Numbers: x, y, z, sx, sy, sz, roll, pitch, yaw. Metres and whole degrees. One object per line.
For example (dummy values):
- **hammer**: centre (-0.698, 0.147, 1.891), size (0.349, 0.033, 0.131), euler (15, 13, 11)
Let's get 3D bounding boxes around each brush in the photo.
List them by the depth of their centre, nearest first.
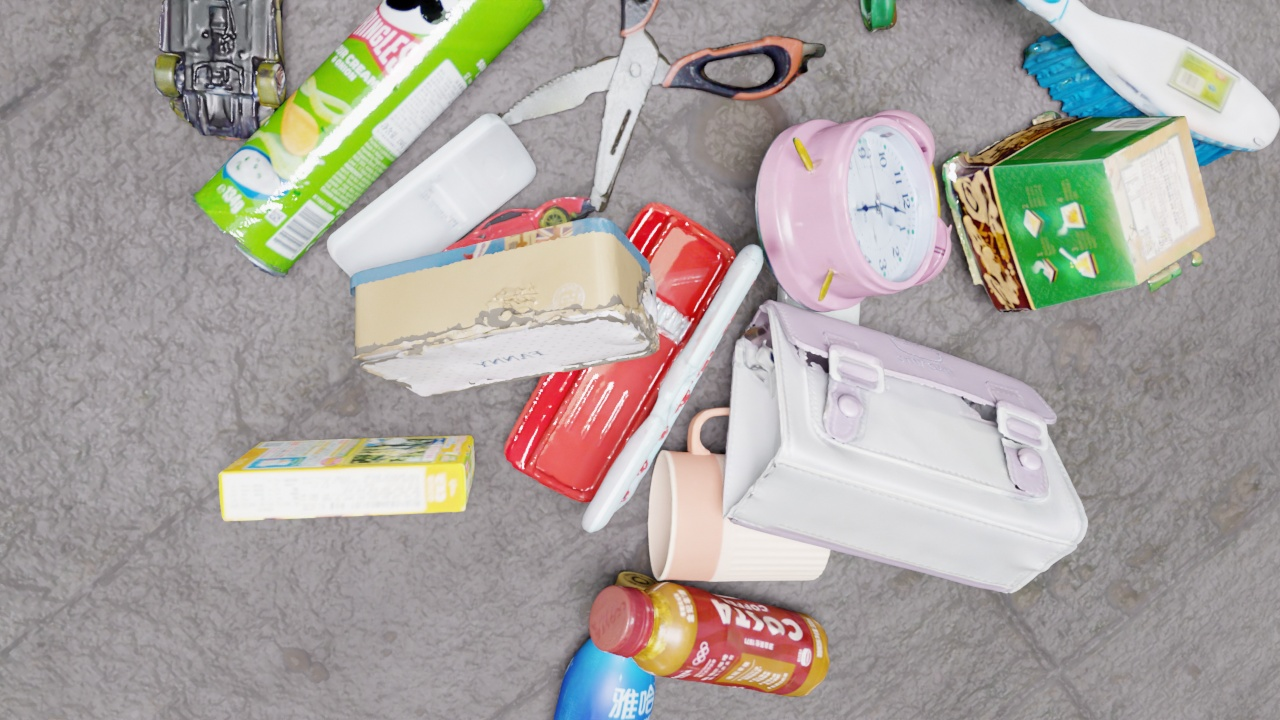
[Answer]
- **brush**: centre (0.271, -0.204, 0.572), size (0.314, 0.109, 0.060), euler (23, 95, -11)

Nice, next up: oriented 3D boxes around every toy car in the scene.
- **toy car**: centre (-0.246, -0.213, 0.546), size (0.070, 0.042, 0.158), euler (4, 98, -8)
- **toy car**: centre (-0.079, -0.080, 0.581), size (0.106, 0.049, 0.031), euler (-24, 96, -1)

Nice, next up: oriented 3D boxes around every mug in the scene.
- **mug**: centre (0.065, 0.089, 0.608), size (0.106, 0.082, 0.114), euler (4, 85, -9)

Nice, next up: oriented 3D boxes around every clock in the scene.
- **clock**: centre (0.141, -0.094, 0.563), size (0.158, 0.060, 0.117), euler (-21, 101, -43)

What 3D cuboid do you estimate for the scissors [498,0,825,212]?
- **scissors**: centre (0.008, -0.205, 0.591), size (0.222, 0.015, 0.189), euler (-17, 100, -5)

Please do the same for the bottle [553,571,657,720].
- **bottle**: centre (-0.030, 0.251, 0.625), size (0.065, 0.065, 0.219), euler (15, 95, -9)

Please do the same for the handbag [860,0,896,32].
- **handbag**: centre (0.192, -0.282, 0.582), size (0.131, 0.068, 0.120), euler (-14, 108, -6)

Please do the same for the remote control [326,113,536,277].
- **remote control**: centre (-0.130, -0.097, 0.575), size (0.136, 0.020, 0.056), euler (-39, 140, 0)

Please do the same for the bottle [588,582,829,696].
- **bottle**: centre (0.046, 0.180, 0.595), size (0.174, 0.057, 0.057), euler (22, 95, -34)

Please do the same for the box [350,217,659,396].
- **box**: centre (-0.085, -0.026, 0.540), size (0.184, 0.090, 0.061), euler (-8, 71, 16)

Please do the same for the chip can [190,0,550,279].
- **chip can**: centre (-0.159, -0.156, 0.550), size (0.072, 0.072, 0.236), euler (44, 91, -10)

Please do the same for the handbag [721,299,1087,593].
- **handbag**: centre (0.158, 0.047, 0.571), size (0.197, 0.144, 0.099), euler (17, 132, -13)

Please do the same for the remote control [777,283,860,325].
- **remote control**: centre (0.122, -0.077, 0.621), size (0.056, 0.019, 0.135), euler (0, 97, -8)

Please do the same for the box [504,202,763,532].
- **box**: centre (-0.002, 0.004, 0.576), size (0.095, 0.101, 0.201), euler (30, 93, -11)

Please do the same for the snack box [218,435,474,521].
- **snack box**: centre (-0.176, 0.071, 0.571), size (0.140, 0.087, 0.034), euler (-3, 97, -7)

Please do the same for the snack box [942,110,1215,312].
- **snack box**: centre (0.282, -0.099, 0.578), size (0.118, 0.106, 0.117), euler (-28, 103, -22)
